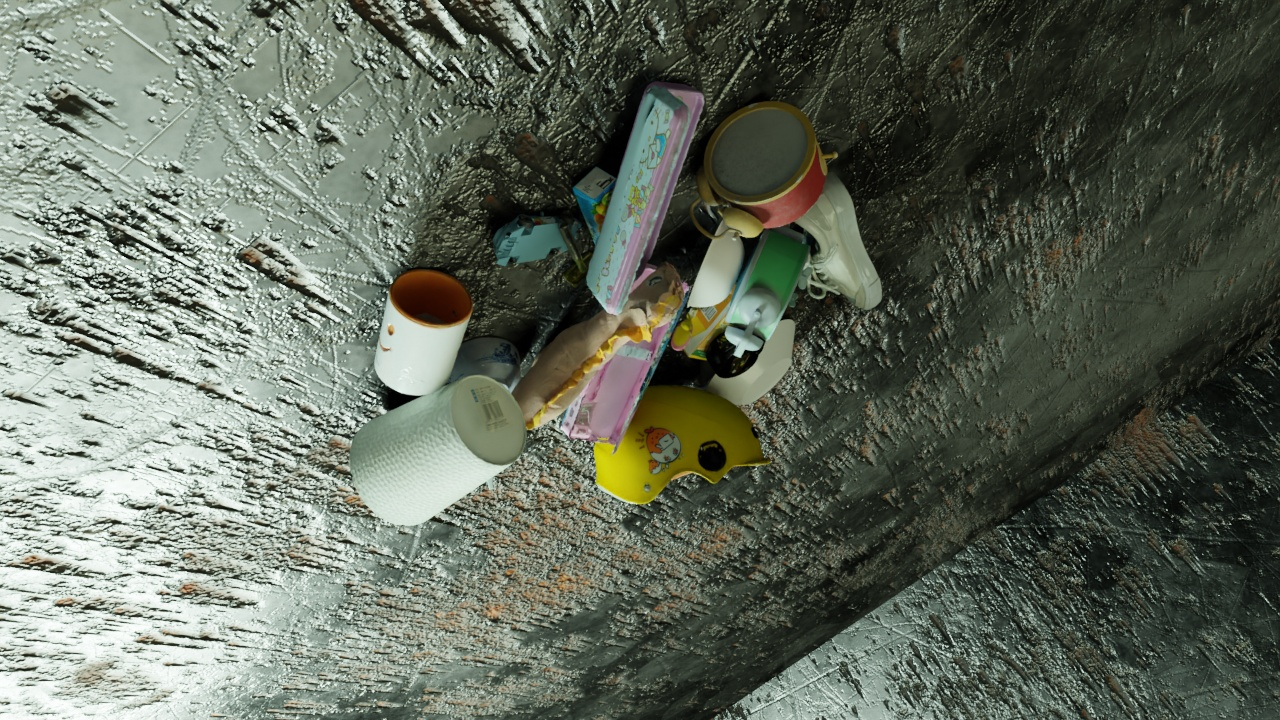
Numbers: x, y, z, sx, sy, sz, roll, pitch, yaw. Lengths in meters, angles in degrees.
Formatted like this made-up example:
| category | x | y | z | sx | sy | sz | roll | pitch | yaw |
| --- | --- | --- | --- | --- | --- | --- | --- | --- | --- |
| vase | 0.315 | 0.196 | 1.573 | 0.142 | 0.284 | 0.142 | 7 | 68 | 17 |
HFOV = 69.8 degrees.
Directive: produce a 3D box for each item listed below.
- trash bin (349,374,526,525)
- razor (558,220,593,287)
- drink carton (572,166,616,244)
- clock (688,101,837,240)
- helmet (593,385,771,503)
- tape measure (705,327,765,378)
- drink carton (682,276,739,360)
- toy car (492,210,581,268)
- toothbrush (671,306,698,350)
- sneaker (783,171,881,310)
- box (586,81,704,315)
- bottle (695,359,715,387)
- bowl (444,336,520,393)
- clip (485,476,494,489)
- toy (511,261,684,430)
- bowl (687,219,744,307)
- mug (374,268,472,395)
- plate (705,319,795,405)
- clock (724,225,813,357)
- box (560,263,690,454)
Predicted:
| category | x | y | z | sx | sy | sz | roll | pitch | yaw |
| --- | --- | --- | --- | --- | --- | --- | --- | --- | --- |
| trash bin | -0.218 | 0.094 | 1.011 | 0.162 | 0.133 | 0.133 | -28 | 153 | 33 |
| razor | -0.071 | -0.117 | 0.970 | 0.042 | 0.026 | 0.106 | -39 | 158 | -7 |
| drink carton | -0.033 | -0.145 | 0.968 | 0.044 | 0.038 | 0.129 | -46 | 150 | -15 |
| clock | 0.123 | -0.189 | 0.971 | 0.159 | 0.117 | 0.081 | -40 | 149 | 6 |
| helmet | 0.047 | 0.098 | 1.240 | 0.239 | 0.139 | 0.209 | -13 | 180 | -12 |
| tape measure | 0.122 | -0.011 | 1.197 | 0.071 | 0.042 | 0.072 | -19 | 148 | -24 |
| drink carton | 0.108 | -0.057 | 1.201 | 0.058 | 0.041 | 0.123 | 9 | 129 | -45 |
| toy car | -0.110 | -0.130 | 0.943 | 0.107 | 0.027 | 0.060 | -19 | 149 | -50 |
| toothbrush | 0.056 | -0.041 | 1.134 | 0.016 | 0.021 | 0.135 | -65 | 179 | 25 |
| sneaker | 0.239 | -0.134 | 1.172 | 0.091 | 0.089 | 0.242 | -31 | 141 | 7 |
| box | 0.000 | -0.161 | 0.895 | 0.062 | 0.139 | 0.215 | 19 | 116 | -1 |
| bottle | 0.108 | -0.004 | 1.273 | 0.036 | 0.036 | 0.110 | -1 | 136 | -38 |
| bowl | -0.187 | 0.027 | 1.071 | 0.114 | 0.045 | 0.114 | -21 | 146 | -16 |
| clip | -0.213 | 0.121 | 1.192 | 0.090 | 0.027 | 0.163 | -7 | 139 | -30 |
| toy | -0.053 | 0.002 | 1.010 | 0.065 | 0.195 | 0.265 | 36 | 141 | -27 |
| bowl | 0.094 | -0.105 | 1.067 | 0.110 | 0.040 | 0.110 | 25 | 87 | -85 |
| mug | -0.222 | -0.028 | 0.936 | 0.082 | 0.082 | 0.106 | -7 | 141 | -33 |
| plate | 0.168 | 0.017 | 1.311 | 0.173 | 0.036 | 0.174 | -35 | 158 | -17 |
| clock | 0.146 | -0.073 | 1.075 | 0.122 | 0.075 | 0.161 | 109 | 6 | -60 |
| box | -0.006 | 0.007 | 1.087 | 0.084 | 0.090 | 0.231 | 12 | 109 | -37 |
